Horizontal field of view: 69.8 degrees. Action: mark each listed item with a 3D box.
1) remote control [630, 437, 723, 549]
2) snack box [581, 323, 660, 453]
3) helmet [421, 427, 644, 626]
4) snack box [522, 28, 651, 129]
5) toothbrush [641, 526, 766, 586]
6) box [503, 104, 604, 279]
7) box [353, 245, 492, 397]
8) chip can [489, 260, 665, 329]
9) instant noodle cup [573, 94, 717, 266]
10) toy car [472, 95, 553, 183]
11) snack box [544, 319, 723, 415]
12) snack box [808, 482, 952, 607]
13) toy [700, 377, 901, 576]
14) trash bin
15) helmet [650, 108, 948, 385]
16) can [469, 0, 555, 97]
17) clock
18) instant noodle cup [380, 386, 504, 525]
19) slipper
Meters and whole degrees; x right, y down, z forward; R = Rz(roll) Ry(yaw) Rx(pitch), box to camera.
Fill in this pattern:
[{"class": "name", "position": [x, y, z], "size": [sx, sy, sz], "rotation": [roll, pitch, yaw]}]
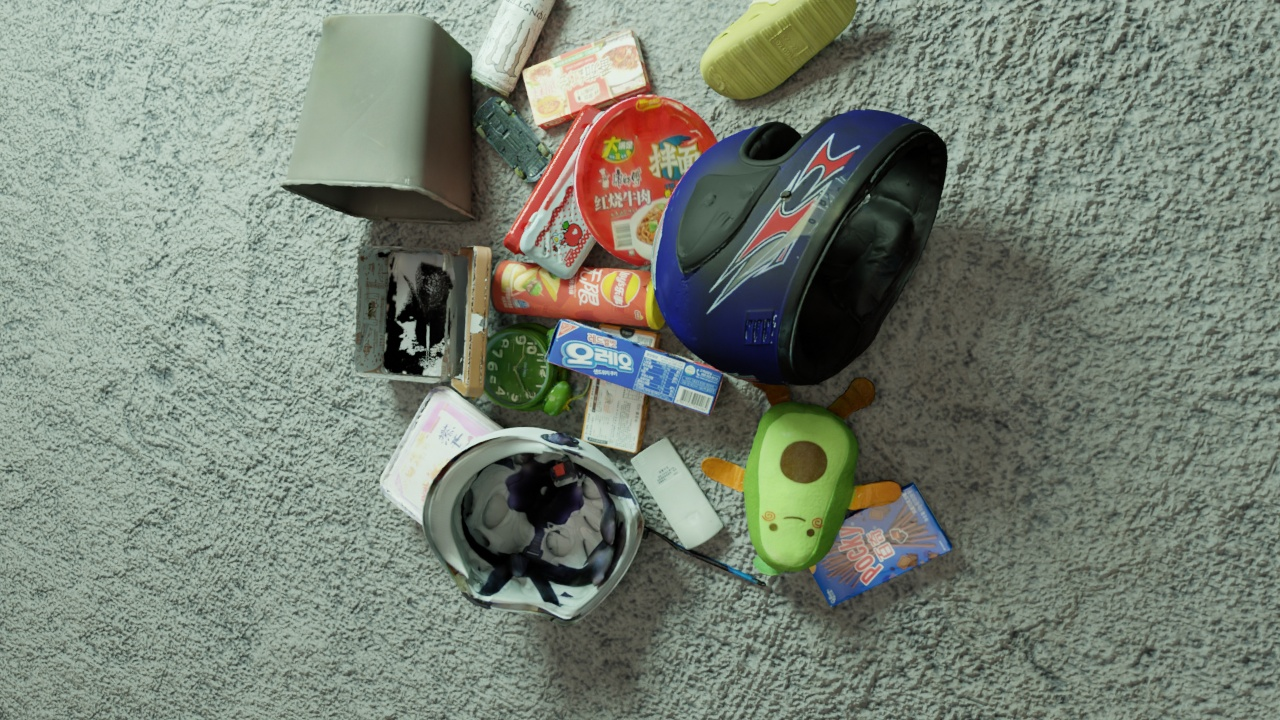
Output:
[{"class": "remote control", "position": [0.046, 0.165, 1.134], "size": [0.056, 0.019, 0.135], "rotation": [-34, 82, 3]}, {"class": "snack box", "position": [-0.025, 0.035, 1.151], "size": [0.075, 0.026, 0.154], "rotation": [11, 96, 16]}, {"class": "helmet", "position": [-0.129, 0.178, 1.112], "size": [0.258, 0.145, 0.229], "rotation": [24, 102, -12]}, {"class": "snack box", "position": [-0.068, -0.351, 1.148], "size": [0.153, 0.025, 0.075], "rotation": [-15, 87, 17]}, {"class": "toothbrush", "position": [0.067, 0.242, 1.138], "size": [0.189, 0.014, 0.016], "rotation": [22, 99, 14]}, {"class": "box", "position": [-0.076, -0.201, 1.118], "size": [0.101, 0.095, 0.201], "rotation": [31, 85, -10]}, {"class": "box", "position": [-0.256, -0.055, 1.164], "size": [0.273, 0.130, 0.179], "rotation": [7, 95, 43]}, {"class": "chip can", "position": [-0.076, -0.084, 1.139], "size": [0.217, 0.073, 0.073], "rotation": [7, 94, 17]}, {"class": "instant noodle cup", "position": [0.002, -0.208, 1.075], "size": [0.193, 0.066, 0.194], "rotation": [-5, 102, -25]}, {"class": "toy car", "position": [-0.161, -0.283, 1.176], "size": [0.054, 0.036, 0.120], "rotation": [-42, 90, 14]}, {"class": "snack box", "position": [-0.007, 0.006, 1.096], "size": [0.207, 0.058, 0.057], "rotation": [18, 95, 2]}, {"class": "snack box", "position": [0.269, 0.214, 1.066], "size": [0.157, 0.026, 0.084], "rotation": [-31, 83, 16]}, {"class": "toy", "position": [0.183, 0.129, 1.053], "size": [0.227, 0.090, 0.246], "rotation": [6, 83, 19]}, {"class": "trash bin", "position": [-0.312, -0.297, 1.151], "size": [0.199, 0.198, 0.219], "rotation": [5, 86, 15]}, {"class": "helmet", "position": [0.147, -0.135, 0.983], "size": [0.240, 0.247, 0.315], "rotation": [33, 95, 35]}, {"class": "can", "position": [-0.160, -0.411, 1.157], "size": [0.058, 0.058, 0.147], "rotation": [30, 100, 14]}, {"class": "clock", "position": [-0.136, 0.011, 1.169], "size": [0.161, 0.056, 0.116], "rotation": [5, 95, 17]}, {"class": "instant noodle cup", "position": [-0.247, 0.133, 1.207], "size": [0.138, 0.060, 0.173], "rotation": [34, 100, 13]}, {"class": "slipper", "position": [0.156, -0.379, 1.057], "size": [0.191, 0.091, 0.081], "rotation": [-28, 44, 26]}]
